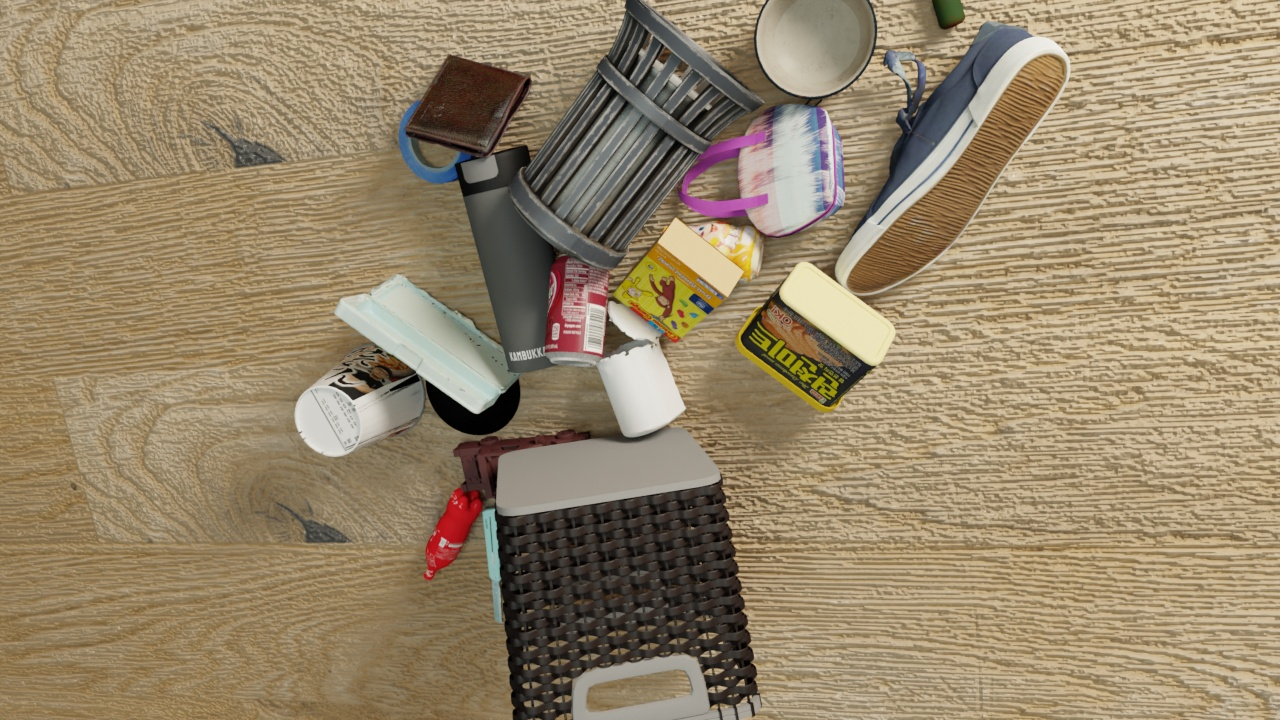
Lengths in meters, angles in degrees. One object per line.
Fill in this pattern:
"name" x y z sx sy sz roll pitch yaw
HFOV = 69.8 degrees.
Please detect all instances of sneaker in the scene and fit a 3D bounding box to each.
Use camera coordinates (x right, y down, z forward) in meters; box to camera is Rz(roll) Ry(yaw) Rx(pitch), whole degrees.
"sneaker" 0.274 -0.201 0.906 0.120 0.127 0.295 11 125 -35

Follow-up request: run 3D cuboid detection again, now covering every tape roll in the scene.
"tape roll" -0.230 -0.250 1.042 0.091 0.016 0.093 29 110 4

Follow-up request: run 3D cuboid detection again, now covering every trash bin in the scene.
"trash bin" -0.014 -0.217 0.915 0.164 0.164 0.228 40 109 0

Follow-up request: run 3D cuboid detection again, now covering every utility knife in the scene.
"utility knife" -0.187 0.264 1.180 0.022 0.015 0.169 3 109 12

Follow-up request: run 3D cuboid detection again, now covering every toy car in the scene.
"toy car" -0.143 0.125 1.102 0.170 0.061 0.070 -6 104 15

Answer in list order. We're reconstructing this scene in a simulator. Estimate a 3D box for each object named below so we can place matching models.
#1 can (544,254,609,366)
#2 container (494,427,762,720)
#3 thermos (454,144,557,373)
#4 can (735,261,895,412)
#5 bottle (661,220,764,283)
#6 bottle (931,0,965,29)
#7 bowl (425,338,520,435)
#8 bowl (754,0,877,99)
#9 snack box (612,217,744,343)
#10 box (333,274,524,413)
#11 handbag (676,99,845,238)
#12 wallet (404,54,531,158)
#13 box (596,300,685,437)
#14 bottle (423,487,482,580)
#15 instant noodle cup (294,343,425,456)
"can" -0.068 -0.053 0.986 0.063 0.063 0.114 2 82 13
"container" -0.027 0.226 0.982 0.247 0.245 0.244 -8 100 -7
"thermos" -0.137 -0.113 1.023 0.082 0.082 0.240 -9 103 16
"can" 0.181 -0.025 0.953 0.131 0.072 0.101 37 143 2
"bottle" 0.076 -0.119 0.981 0.109 0.063 0.063 10 107 12
"bottle" 0.284 -0.372 0.877 0.025 0.025 0.106 -18 101 18
"bowl" -0.212 0.040 1.100 0.124 0.052 0.124 4 106 13
"bowl" 0.173 -0.317 0.902 0.115 0.059 0.115 4 106 13
"snack box" 0.037 -0.081 0.968 0.088 0.040 0.126 37 150 -6
"box" -0.236 -0.019 1.046 0.197 0.135 0.043 36 115 2
"handbag" 0.119 -0.193 0.947 0.170 0.068 0.144 -5 79 25
"wallet" -0.184 -0.274 0.981 0.099 0.119 0.031 17 152 10
"box" -0.004 0.003 1.027 0.092 0.081 0.161 -16 100 41
"bottle" -0.243 0.223 1.165 0.042 0.041 0.142 31 111 4
"instant noodle cup" -0.341 0.054 1.099 0.124 0.121 0.124 4 106 13
